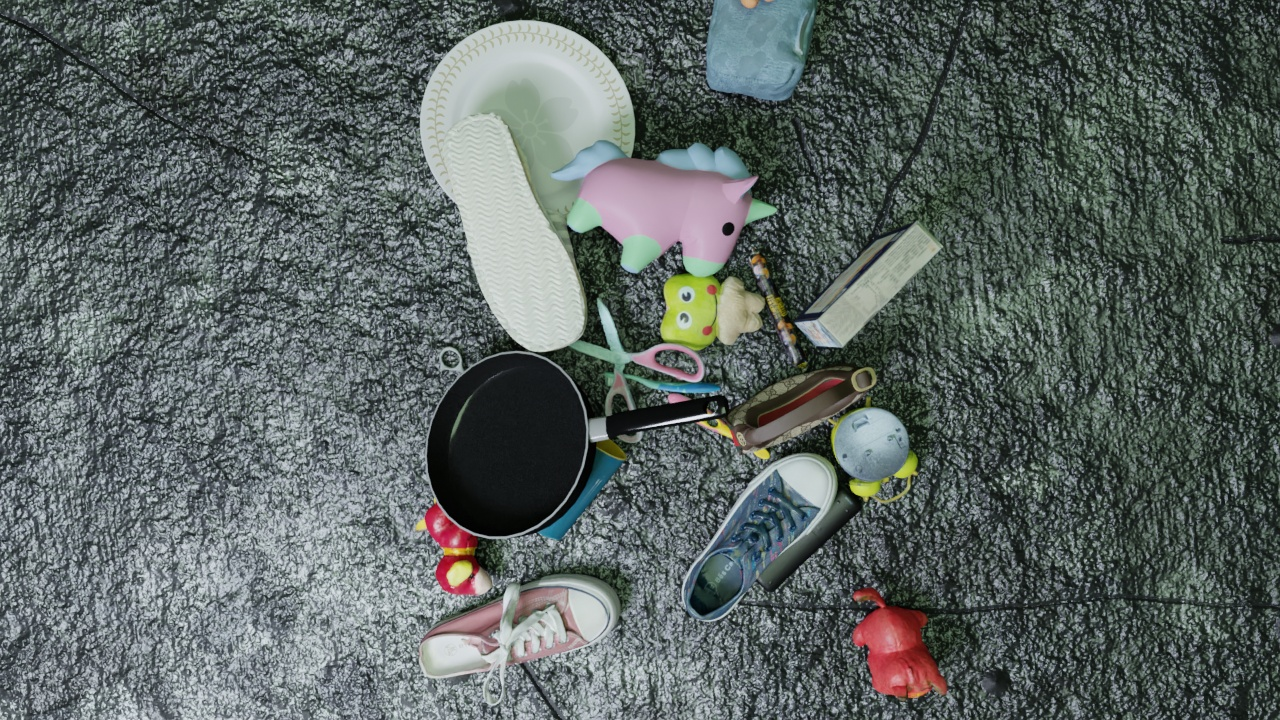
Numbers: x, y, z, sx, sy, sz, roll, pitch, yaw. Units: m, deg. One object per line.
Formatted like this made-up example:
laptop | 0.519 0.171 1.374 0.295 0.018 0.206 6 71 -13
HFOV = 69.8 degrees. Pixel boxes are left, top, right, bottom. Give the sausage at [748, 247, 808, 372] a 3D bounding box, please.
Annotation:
sausage | 0.157 -0.057 1.051 0.020 0.020 0.155 -23 90 2

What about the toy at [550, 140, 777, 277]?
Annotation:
toy | 0.022 -0.180 1.004 0.222 0.120 0.171 37 98 -4

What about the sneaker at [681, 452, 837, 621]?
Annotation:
sneaker | 0.125 0.195 1.019 0.087 0.079 0.235 42 94 15

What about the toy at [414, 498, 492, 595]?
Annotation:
toy | -0.207 0.197 1.050 0.105 0.067 0.137 5 83 9

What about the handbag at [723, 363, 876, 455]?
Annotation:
handbag | 0.175 0.050 0.990 0.166 0.138 0.063 -23 92 -8

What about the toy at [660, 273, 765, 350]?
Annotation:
toy | 0.083 -0.056 1.042 0.118 0.043 0.092 5 90 0

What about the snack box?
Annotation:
snack box | 0.239 -0.079 0.984 0.042 0.145 0.144 45 92 -1

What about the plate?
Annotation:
plate | -0.127 -0.266 1.049 0.242 0.016 0.242 0 88 -6

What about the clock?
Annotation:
clock | 0.261 0.104 1.031 0.083 0.057 0.119 -28 89 1

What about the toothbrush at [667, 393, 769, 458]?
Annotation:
toothbrush | 0.090 0.076 1.059 0.135 0.016 0.021 31 94 4

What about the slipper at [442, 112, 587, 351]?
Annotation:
slipper | -0.138 -0.139 1.010 0.114 0.054 0.272 -23 90 0

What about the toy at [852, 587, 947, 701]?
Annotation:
toy | 0.285 0.312 1.015 0.088 0.094 0.133 -24 88 2

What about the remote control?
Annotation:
remote control | 0.190 0.204 1.053 0.152 0.020 0.041 -45 89 5

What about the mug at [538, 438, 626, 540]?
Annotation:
mug | -0.081 0.138 1.038 0.078 0.078 0.121 34 97 1

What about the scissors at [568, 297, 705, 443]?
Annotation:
scissors | -0.017 0.019 1.045 0.170 0.014 0.169 17 104 7

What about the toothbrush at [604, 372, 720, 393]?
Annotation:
toothbrush | 0.025 0.028 1.057 0.135 0.022 0.017 7 100 6

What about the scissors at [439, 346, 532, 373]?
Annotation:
scissors | -0.183 0.043 1.069 0.141 0.014 0.175 33 93 5

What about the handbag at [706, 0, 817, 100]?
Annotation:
handbag | 0.134 -0.389 0.998 0.122 0.118 0.192 12 86 2

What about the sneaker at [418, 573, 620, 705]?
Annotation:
sneaker | -0.142 0.308 1.033 0.241 0.088 0.118 -18 90 3

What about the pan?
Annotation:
pan | -0.071 0.079 0.973 0.356 0.044 0.204 -11 72 22
